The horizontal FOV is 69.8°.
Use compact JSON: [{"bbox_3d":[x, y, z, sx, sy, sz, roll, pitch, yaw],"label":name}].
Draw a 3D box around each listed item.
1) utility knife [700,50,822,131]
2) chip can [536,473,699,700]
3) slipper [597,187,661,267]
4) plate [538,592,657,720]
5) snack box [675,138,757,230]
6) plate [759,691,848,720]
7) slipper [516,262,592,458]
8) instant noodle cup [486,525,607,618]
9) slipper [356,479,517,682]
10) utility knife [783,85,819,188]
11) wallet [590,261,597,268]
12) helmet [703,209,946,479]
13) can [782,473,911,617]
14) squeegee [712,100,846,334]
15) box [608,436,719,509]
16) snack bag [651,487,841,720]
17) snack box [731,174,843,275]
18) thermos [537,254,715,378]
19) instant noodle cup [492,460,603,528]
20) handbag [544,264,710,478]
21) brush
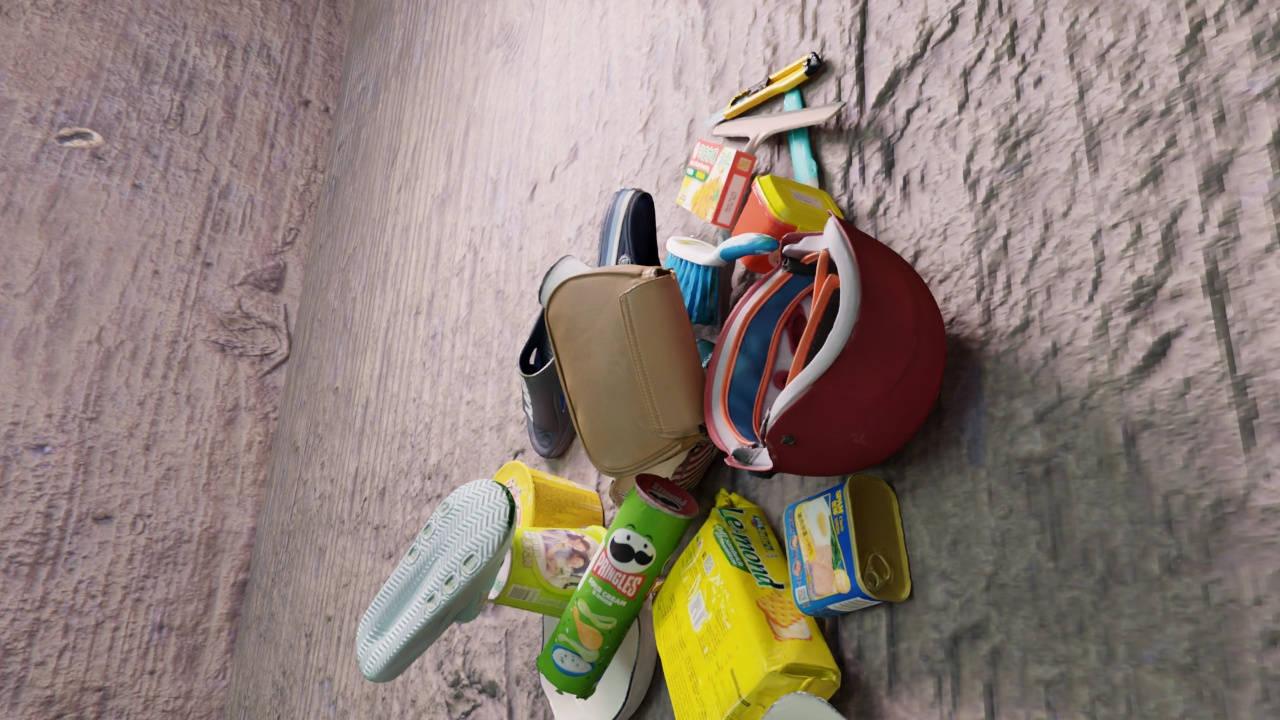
[{"bbox_3d":[0.129,-0.299,1.032,0.202,0.015,0.033,-14,51,55],"label":"utility knife"},{"bbox_3d":[-0.026,0.228,0.921,0.236,0.072,0.072,-62,34,16],"label":"chip can"},{"bbox_3d":[-0.002,-0.076,1.085,0.095,0.105,0.252,5,89,25],"label":"slipper"},{"bbox_3d":[-0.047,0.313,1.024,0.205,0.045,0.204,-29,54,49],"label":"plate"},{"bbox_3d":[0.078,-0.190,0.978,0.155,0.027,0.077,-122,50,-70],"label":"snack box"},{"bbox_3d":[0.142,0.343,0.685,0.164,0.034,0.164,40,113,24],"label":"plate"},{"bbox_3d":[-0.127,-0.003,1.225,0.111,0.083,0.268,25,105,53],"label":"slipper"},{"bbox_3d":[-0.105,0.226,0.992,0.112,0.123,0.111,-31,51,48],"label":"instant noodle cup"},{"bbox_3d":[-0.202,0.235,0.950,0.245,0.074,0.104,-51,45,8],"label":"slipper"},{"bbox_3d":[0.167,-0.241,0.963,0.029,0.013,0.182,-36,45,41],"label":"utility knife"},{"bbox_3d":[-0.079,-0.073,1.267,0.097,0.019,0.120,-21,58,50],"label":"wallet"},{"bbox_3d":[0.156,0.006,0.758,0.240,0.144,0.206,147,141,-71],"label":"helmet"},{"bbox_3d":[0.166,0.155,0.754,0.083,0.057,0.102,-36,48,48],"label":"can"},{"bbox_3d":[0.104,-0.152,0.987,0.248,0.040,0.249,21,98,64],"label":"squeegee"},{"bbox_3d":[0.020,0.116,0.977,0.086,0.075,0.162,43,119,22],"label":"box"},{"bbox_3d":[0.076,0.244,0.819,0.158,0.068,0.246,-59,26,23],"label":"snack bag"},{"bbox_3d":[0.140,-0.126,0.886,0.080,0.091,0.082,-58,34,37],"label":"snack box"},{"bbox_3d":[-0.004,-0.032,0.992,0.224,0.073,0.073,32,108,19],"label":"thermos"},{"bbox_3d":[-0.119,0.199,1.124,0.138,0.109,0.137,-29,53,48],"label":"instant noodle cup"},{"bbox_3d":[-0.005,0.005,0.900,0.148,0.099,0.204,-14,92,34],"label":"handbag"},{"bbox_3d":[0.068,-0.083,0.882,0.314,0.060,0.109,-125,41,-72],"label":"brush"}]
